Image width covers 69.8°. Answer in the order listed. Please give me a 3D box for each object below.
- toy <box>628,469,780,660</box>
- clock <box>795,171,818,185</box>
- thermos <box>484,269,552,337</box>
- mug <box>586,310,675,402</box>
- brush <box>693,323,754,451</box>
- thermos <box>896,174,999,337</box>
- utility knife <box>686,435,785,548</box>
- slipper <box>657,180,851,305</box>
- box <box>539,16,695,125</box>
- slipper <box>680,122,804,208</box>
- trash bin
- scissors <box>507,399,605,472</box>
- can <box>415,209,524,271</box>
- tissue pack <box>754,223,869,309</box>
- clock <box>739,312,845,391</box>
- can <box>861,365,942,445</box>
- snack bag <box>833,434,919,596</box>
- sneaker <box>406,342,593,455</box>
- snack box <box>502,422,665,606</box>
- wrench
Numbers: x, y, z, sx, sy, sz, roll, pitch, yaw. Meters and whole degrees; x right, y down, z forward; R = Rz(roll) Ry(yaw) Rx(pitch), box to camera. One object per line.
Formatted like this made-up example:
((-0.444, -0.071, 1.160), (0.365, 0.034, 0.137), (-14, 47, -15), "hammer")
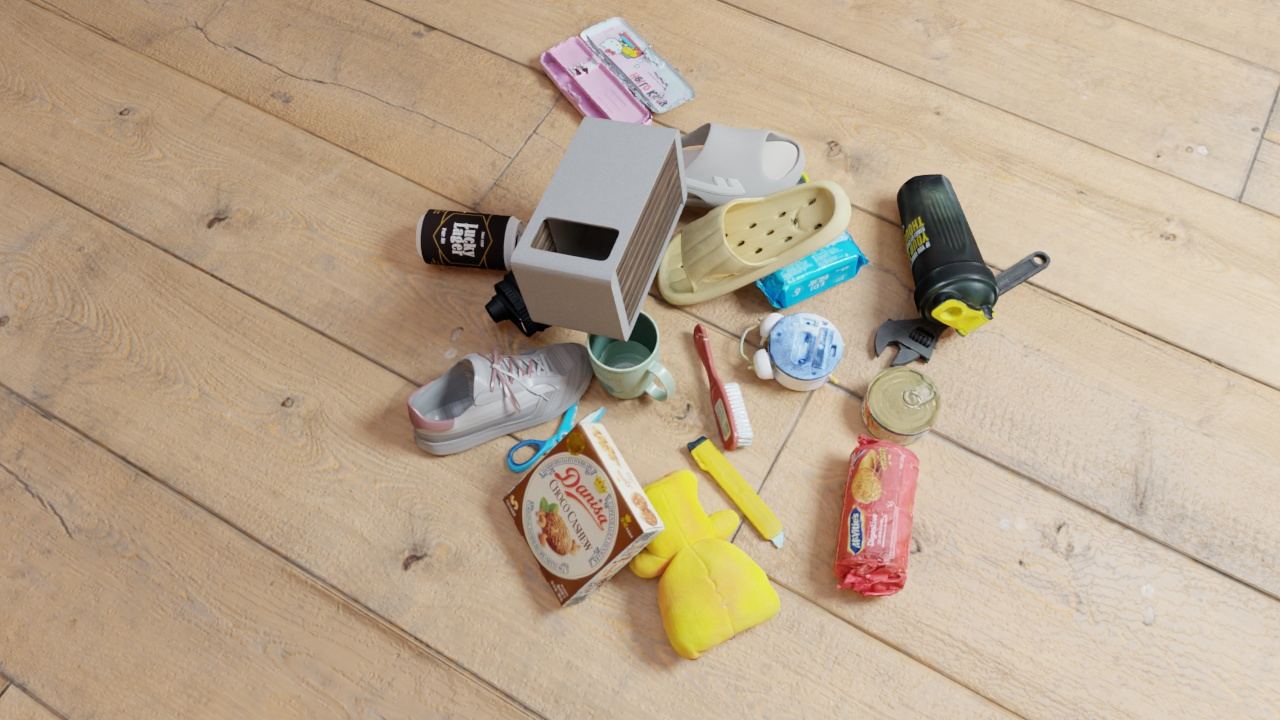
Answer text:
((0.059, 0.208, 0.990), (0.134, 0.088, 0.193), (-24, 65, -13), "toy")
((0.172, -0.213, 1.207), (0.119, 0.057, 0.083), (6, 64, 12), "clock")
((-0.097, -0.103, 1.147), (0.198, 0.086, 0.086), (-35, 67, -14), "thermos")
((-0.006, 0.006, 1.079), (0.111, 0.104, 0.084), (36, 70, 19), "mug")
((0.099, 0.029, 1.104), (0.030, 0.041, 0.172), (-4, 60, -19), "brush")
((0.374, -0.132, 1.131), (0.098, 0.098, 0.220), (-3, 52, 1), "thermos")
((0.111, 0.150, 1.053), (0.030, 0.017, 0.159), (-37, 67, -10), "utility knife")
((0.122, -0.155, 1.112), (0.262, 0.079, 0.111), (-19, 62, 25), "slipper")
((-0.035, -0.407, 1.322), (0.152, 0.037, 0.201), (-32, 67, -15), "box")
((0.073, -0.256, 1.183), (0.266, 0.081, 0.112), (-1, 56, 22), "slipper")
((-0.040, -0.153, 1.047), (0.114, 0.115, 0.228), (12, 60, 17), "trash bin")
((-0.102, 0.094, 1.093), (0.118, 0.013, 0.139), (8, 64, 11), "scissors")
((-0.219, -0.155, 1.186), (0.128, 0.072, 0.071), (6, 64, 5), "can")
((0.202, -0.127, 1.160), (0.144, 0.062, 0.092), (-23, 62, -10), "tissue pack")
((0.182, -0.013, 1.110), (0.125, 0.052, 0.088), (14, 66, 9), "clock")
((0.306, 0.053, 1.077), (0.086, 0.043, 0.086), (-1, 64, 2), "can")
((0.261, 0.171, 1.004), (0.082, 0.082, 0.176), (10, 66, 7), "snack bag")
((-0.166, 0.028, 1.080), (0.236, 0.090, 0.099), (-25, 59, -9), "sneaker")
((-0.064, 0.165, 0.995), (0.147, 0.041, 0.143), (-45, 63, 25), "snack box")
((0.406, -0.069, 1.148), (0.272, 0.018, 0.073), (-30, 65, -13), "wrench")
